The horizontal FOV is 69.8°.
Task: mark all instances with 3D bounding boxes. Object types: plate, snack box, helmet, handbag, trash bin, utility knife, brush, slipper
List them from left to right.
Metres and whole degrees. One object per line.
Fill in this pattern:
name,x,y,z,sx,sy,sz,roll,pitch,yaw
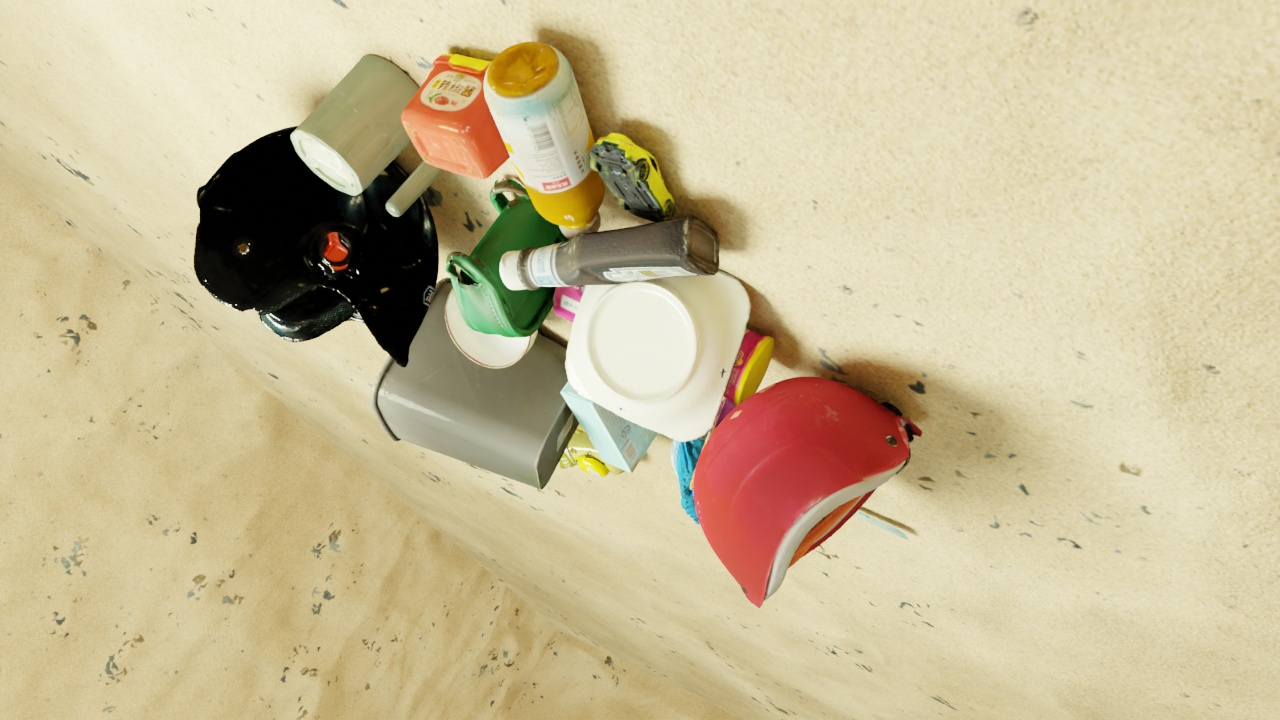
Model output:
helmet,-0.326,-0.120,0.970,0.274,0.230,0.233,36,172,-3
snack box,-0.141,-0.198,0.758,0.091,0.080,0.082,21,155,28
trash bin,-0.192,0.043,1.180,0.220,0.198,0.199,24,158,6
handbag,-0.130,-0.095,0.888,0.068,0.131,0.120,6,142,32
slipper,-0.095,0.126,1.342,0.191,0.081,0.092,25,158,27
snack box,-0.034,0.064,1.141,0.052,0.074,0.175,20,153,30
plate,0.006,-0.019,0.834,0.164,0.164,0.034,23,-164,21
brush,0.074,0.172,1.221,0.315,0.060,0.109,81,172,-55
helmet,0.139,0.099,0.840,0.144,0.207,0.239,44,-167,17
utility knife,0.212,0.160,1.081,0.221,0.013,0.029,24,155,27

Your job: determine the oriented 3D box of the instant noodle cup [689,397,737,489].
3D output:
instant noodle cup,0.117,0.105,0.991,0.099,0.111,0.112,22,156,7

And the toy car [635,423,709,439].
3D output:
toy car,0.036,0.063,1.074,0.053,0.045,0.121,20,172,-33

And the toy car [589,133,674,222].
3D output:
toy car,-0.003,-0.146,0.740,0.048,0.032,0.105,19,165,28

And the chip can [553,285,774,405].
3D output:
chip can,0.020,-0.032,0.885,0.211,0.071,0.071,27,156,19

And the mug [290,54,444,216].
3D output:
mug,-0.242,-0.204,0.851,0.124,0.103,0.084,38,157,-7

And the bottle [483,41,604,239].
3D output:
bottle,-0.069,-0.166,0.739,0.068,0.067,0.190,24,158,22

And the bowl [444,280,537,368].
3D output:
bowl,-0.166,-0.054,1.077,0.113,0.062,0.114,9,116,19

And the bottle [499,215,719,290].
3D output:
bottle,-0.033,-0.087,0.786,0.195,0.044,0.079,-4,172,29
